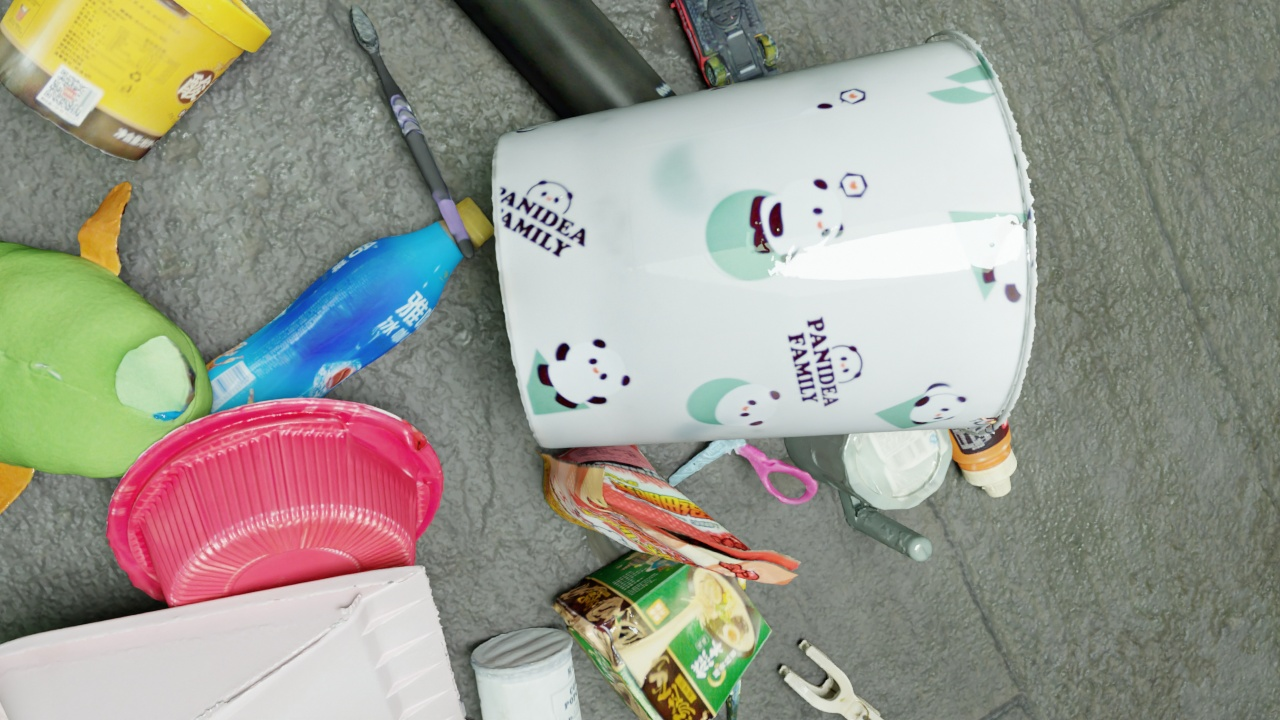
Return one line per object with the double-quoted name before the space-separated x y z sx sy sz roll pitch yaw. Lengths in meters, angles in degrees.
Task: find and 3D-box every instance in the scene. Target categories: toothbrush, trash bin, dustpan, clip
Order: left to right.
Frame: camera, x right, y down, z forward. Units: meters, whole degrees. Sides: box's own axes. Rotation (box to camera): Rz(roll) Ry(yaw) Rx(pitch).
"dustpan" -0.260 0.204 0.561 0.272 0.139 0.223 -28 142 -29
"toothbrush" -0.146 -0.148 0.584 0.014 0.017 0.189 -24 81 -15
"toothbrush" 0.070 0.238 0.695 0.012 0.017 0.186 4 95 25
"trash bin" 0.057 -0.053 0.530 0.252 0.229 0.229 -8 97 1
"clip" 0.154 0.258 0.704 0.100 0.070 0.034 39 85 -6

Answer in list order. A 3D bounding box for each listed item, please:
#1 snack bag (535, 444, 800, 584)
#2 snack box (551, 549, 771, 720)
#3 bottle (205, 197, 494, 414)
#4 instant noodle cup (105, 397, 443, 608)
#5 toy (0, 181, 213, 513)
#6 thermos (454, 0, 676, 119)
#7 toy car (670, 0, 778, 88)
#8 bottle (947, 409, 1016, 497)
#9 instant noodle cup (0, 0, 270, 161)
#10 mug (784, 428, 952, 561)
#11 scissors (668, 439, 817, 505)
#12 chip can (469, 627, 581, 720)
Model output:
"snack bag" 0.000 0.088 0.568 0.128 0.208 0.073 29 83 -16
"snack box" 0.020 0.187 0.638 0.105 0.118 0.117 -38 102 -17
"bottle" -0.188 -0.027 0.591 0.218 0.065 0.065 -40 102 -7
"instant noodle cup" -0.208 0.111 0.548 0.193 0.065 0.194 -15 139 -14
"toy" -0.354 -0.004 0.532 0.247 0.090 0.227 21 90 11
"thermos" -0.077 -0.222 0.585 0.242 0.089 0.069 45 124 -12
"toy car" 0.053 -0.234 0.630 0.053 0.045 0.120 -25 105 -11
"bottle" 0.247 0.041 0.694 0.066 0.067 0.149 -32 108 -7
"instant noodle cup" -0.298 -0.189 0.529 0.118 0.118 0.114 40 94 -13
"mug" 0.165 0.075 0.655 0.083 0.103 0.124 -19 98 -10
"scissors" 0.073 0.058 0.653 0.134 0.017 0.133 -41 86 22
"chip can" -0.067 0.303 0.640 0.071 0.071 0.215 -9 95 -11
